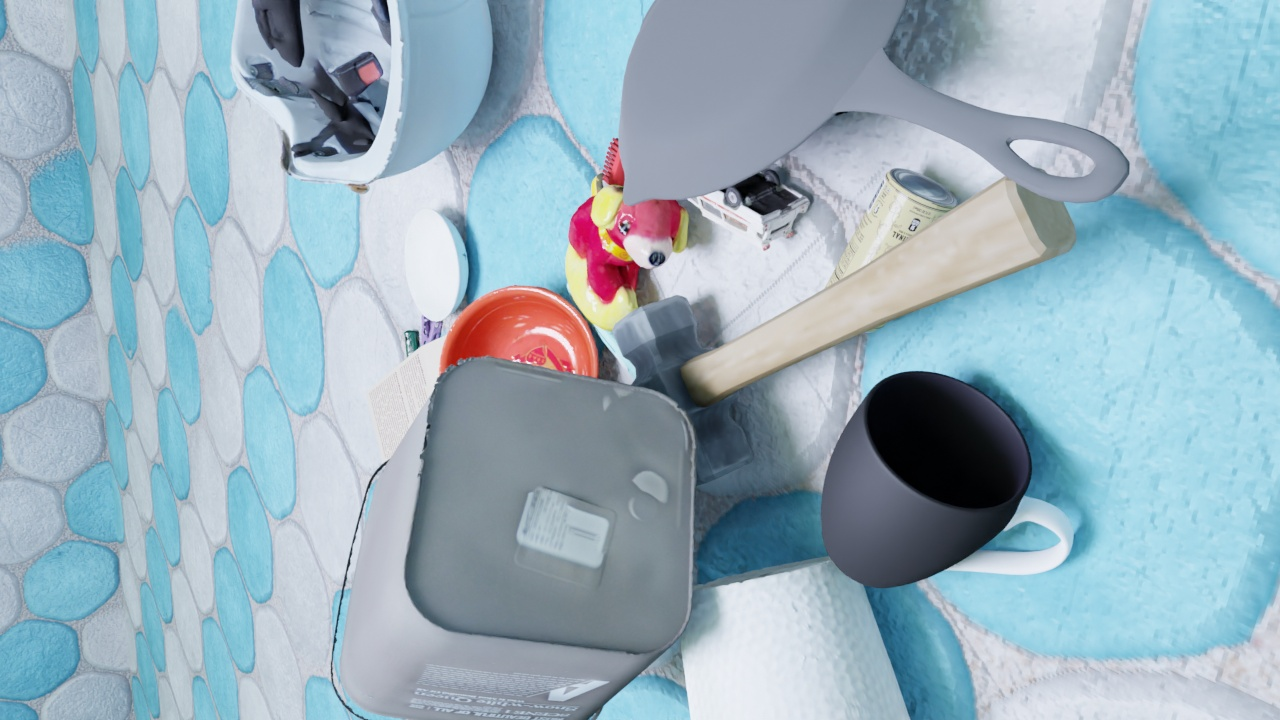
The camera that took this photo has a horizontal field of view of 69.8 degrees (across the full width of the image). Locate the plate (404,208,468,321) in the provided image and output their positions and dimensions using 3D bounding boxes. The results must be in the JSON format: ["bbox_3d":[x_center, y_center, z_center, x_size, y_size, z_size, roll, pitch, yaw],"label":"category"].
[{"bbox_3d":[-0.185,-0.090,0.855,0.104,0.026,0.104,15,109,49],"label":"plate"}]

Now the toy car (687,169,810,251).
[{"bbox_3d":[0.050,-0.104,0.565,0.113,0.039,0.039,37,146,40],"label":"toy car"}]

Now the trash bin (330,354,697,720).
[{"bbox_3d":[-0.076,0.119,0.571,0.221,0.197,0.197,128,150,-57],"label":"trash bin"}]

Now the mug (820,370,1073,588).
[{"bbox_3d":[0.148,0.076,0.460,0.119,0.084,0.100,27,138,10],"label":"mug"}]

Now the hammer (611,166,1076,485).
[{"bbox_3d":[0.082,-0.014,0.479,0.324,0.051,0.117,-32,80,61],"label":"hammer"}]

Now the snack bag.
[{"bbox_3d":[-0.168,0.039,0.827,0.207,0.069,0.094,-29,75,49],"label":"snack bag"}]

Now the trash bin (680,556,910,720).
[{"bbox_3d":[0.088,0.199,0.515,0.134,0.133,0.161,-26,73,49],"label":"trash bin"}]

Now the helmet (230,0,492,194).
[{"bbox_3d":[-0.209,-0.266,0.741,0.264,0.163,0.237,44,133,27],"label":"helmet"}]

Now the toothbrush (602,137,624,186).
[{"bbox_3d":[0.009,-0.212,0.608,0.018,0.012,0.213,45,129,35],"label":"toothbrush"}]

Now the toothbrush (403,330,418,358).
[{"bbox_3d":[-0.235,0.063,0.954,0.016,0.017,0.190,10,106,49],"label":"toothbrush"}]

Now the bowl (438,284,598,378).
[{"bbox_3d":[-0.089,0.008,0.717,0.131,0.045,0.130,-1,85,15],"label":"bowl"}]

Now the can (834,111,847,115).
[{"bbox_3d":[0.062,-0.158,0.522,0.138,0.053,0.054,5,101,50],"label":"can"}]

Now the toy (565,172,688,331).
[{"bbox_3d":[-0.016,-0.082,0.635,0.138,0.067,0.105,-41,64,60],"label":"toy"}]

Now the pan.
[{"bbox_3d":[0.077,-0.145,0.431,0.217,0.024,0.354,-52,38,9],"label":"pan"}]

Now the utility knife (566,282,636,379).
[{"bbox_3d":[-0.004,0.004,0.668,0.177,0.015,0.022,51,161,28],"label":"utility knife"}]

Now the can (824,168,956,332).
[{"bbox_3d":[0.127,-0.056,0.477,0.038,0.038,0.080,48,131,33],"label":"can"}]

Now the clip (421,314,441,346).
[{"bbox_3d":[-0.210,-0.025,0.911,0.046,0.014,0.050,55,133,27],"label":"clip"}]
